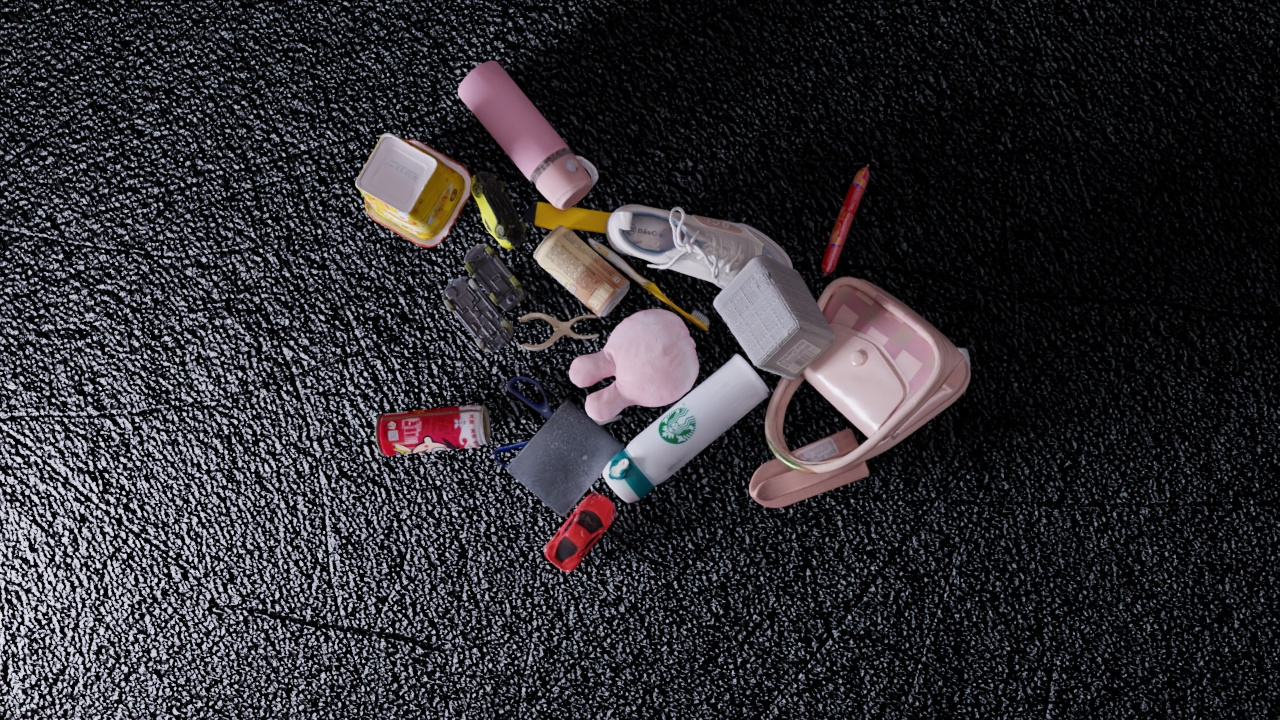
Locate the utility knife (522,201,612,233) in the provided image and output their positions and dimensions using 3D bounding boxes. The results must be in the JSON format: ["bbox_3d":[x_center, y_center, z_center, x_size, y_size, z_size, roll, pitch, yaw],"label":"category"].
[{"bbox_3d":[-0.073,-0.177,1.169,0.154,0.015,0.033,9,95,0],"label":"utility knife"}]

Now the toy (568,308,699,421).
[{"bbox_3d":[-0.007,0.007,1.141,0.159,0.054,0.121,-25,81,0],"label":"toy"}]

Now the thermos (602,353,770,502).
[{"bbox_3d":[0.053,0.086,1.128,0.224,0.073,0.073,-39,88,-1],"label":"thermos"}]

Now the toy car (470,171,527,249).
[{"bbox_3d":[-0.182,-0.189,1.158,0.032,0.048,0.105,-28,88,33],"label":"toy car"}]

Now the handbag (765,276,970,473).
[{"bbox_3d":[0.246,0.033,1.084,0.234,0.093,0.193,-50,47,9],"label":"handbag"}]

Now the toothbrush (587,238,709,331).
[{"bbox_3d":[0.011,-0.099,1.164,0.191,0.016,0.018,37,78,2],"label":"toothbrush"}]

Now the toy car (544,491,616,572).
[{"bbox_3d":[-0.074,0.214,1.148,0.049,0.031,0.106,40,87,1],"label":"toy car"}]

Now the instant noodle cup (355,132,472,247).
[{"bbox_3d":[-0.280,-0.213,1.119,0.116,0.123,0.116,30,88,2],"label":"instant noodle cup"}]

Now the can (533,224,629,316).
[{"bbox_3d":[-0.073,-0.111,1.144,0.116,0.058,0.058,42,89,2],"label":"can"}]

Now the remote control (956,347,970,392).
[{"bbox_3d":[0.336,0.008,1.151,0.150,0.021,0.058,3,88,2],"label":"remote control"}]

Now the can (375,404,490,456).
[{"bbox_3d":[-0.257,0.087,1.144,0.133,0.053,0.053,-6,88,1],"label":"can"}]

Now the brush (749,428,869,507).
[{"bbox_3d":[0.202,0.137,1.124,0.145,0.073,0.063,-21,89,2],"label":"brush"}]

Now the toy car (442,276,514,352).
[{"bbox_3d":[-0.205,-0.059,1.158,0.049,0.031,0.105,-39,89,-1],"label":"toy car"}]

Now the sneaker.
[{"bbox_3d":[0.077,-0.141,1.122,0.242,0.091,0.089,15,89,-5],"label":"sneaker"}]

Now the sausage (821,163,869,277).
[{"bbox_3d":[0.259,-0.177,1.161,0.020,0.020,0.156,21,88,2],"label":"sausage"}]

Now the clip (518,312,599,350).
[{"bbox_3d":[-0.109,-0.052,1.156,0.104,0.035,0.084,-24,88,-4],"label":"clip"}]

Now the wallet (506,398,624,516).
[{"bbox_3d":[-0.095,0.123,1.149,0.097,0.019,0.121,41,90,-4],"label":"wallet"}]

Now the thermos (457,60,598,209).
[{"bbox_3d":[-0.135,-0.283,1.150,0.198,0.067,0.087,49,50,5],"label":"thermos"}]

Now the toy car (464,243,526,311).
[{"bbox_3d":[-0.184,-0.105,1.158,0.042,0.035,0.090,-39,87,-2],"label":"toy car"}]

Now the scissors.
[{"bbox_3d":[-0.113,0.087,1.162,0.175,0.012,0.162,-32,89,-2],"label":"scissors"}]

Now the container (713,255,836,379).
[{"bbox_3d":[0.161,-0.048,1.088,0.090,0.090,0.114,-48,47,26],"label":"container"}]
